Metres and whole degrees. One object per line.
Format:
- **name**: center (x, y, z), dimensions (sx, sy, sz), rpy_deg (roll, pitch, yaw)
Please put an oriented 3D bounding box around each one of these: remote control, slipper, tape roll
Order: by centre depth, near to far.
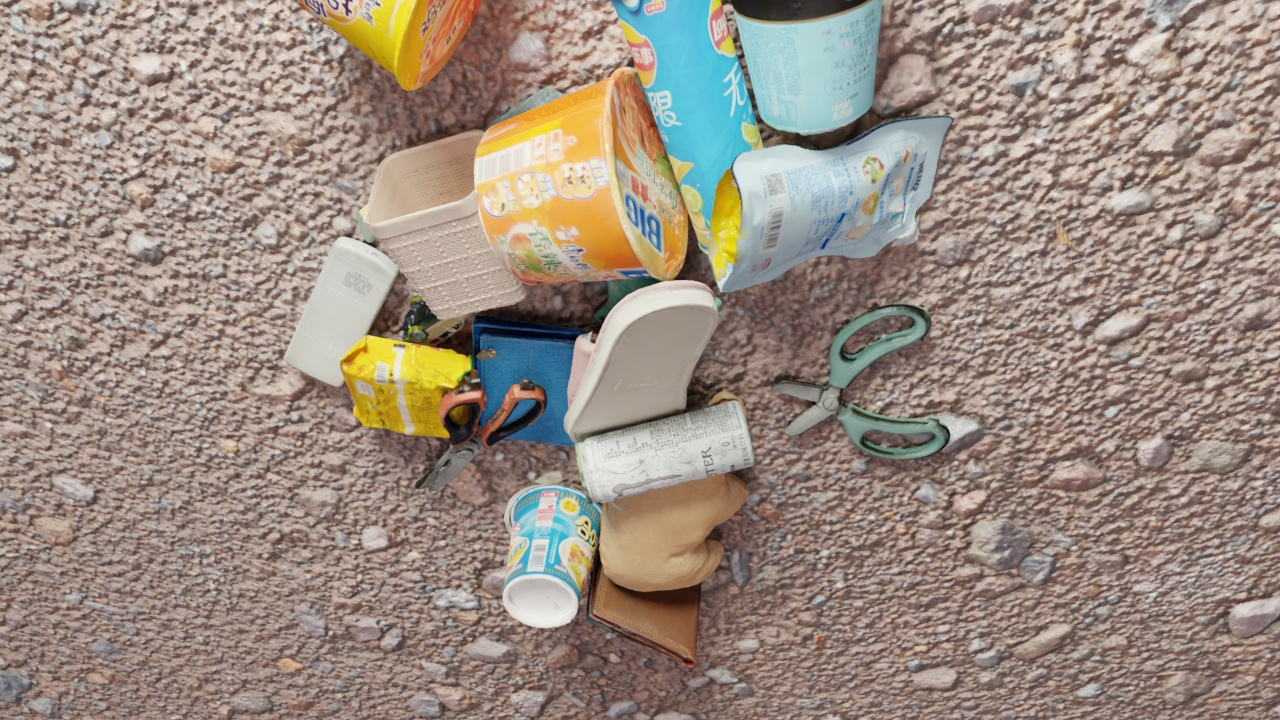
- **slipper**: center (-0.004, 0.004, 0.746), dimensions (0.114, 0.054, 0.275), rpy_deg (-9, 156, -14)
- **remote control**: center (-0.264, -0.041, 0.809), dimensions (0.058, 0.021, 0.150), rpy_deg (29, 123, -13)
- **tape roll**: center (-0.095, 0.163, 0.935), dimensions (0.086, 0.013, 0.086), rpy_deg (3, 124, 4)

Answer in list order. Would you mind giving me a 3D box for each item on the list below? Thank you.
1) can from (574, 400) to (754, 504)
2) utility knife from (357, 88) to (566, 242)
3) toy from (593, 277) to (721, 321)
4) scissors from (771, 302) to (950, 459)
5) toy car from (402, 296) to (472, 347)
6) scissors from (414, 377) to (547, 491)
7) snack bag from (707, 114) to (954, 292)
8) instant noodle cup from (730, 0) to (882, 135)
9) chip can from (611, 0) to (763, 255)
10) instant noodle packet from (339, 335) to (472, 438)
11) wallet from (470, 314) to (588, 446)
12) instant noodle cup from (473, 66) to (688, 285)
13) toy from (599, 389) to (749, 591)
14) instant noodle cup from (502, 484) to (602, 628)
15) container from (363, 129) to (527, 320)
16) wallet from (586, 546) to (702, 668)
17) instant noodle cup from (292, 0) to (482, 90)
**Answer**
- **can**: center (0.021, 0.079, 0.784), dimensions (0.147, 0.058, 0.058), rpy_deg (-14, 122, 1)
- **utility knife**: center (-0.147, -0.153, 0.722), dimensions (0.220, 0.022, 0.031), rpy_deg (-25, 123, 28)
- **toy**: center (0.007, -0.049, 0.771), dimensions (0.092, 0.030, 0.097), rpy_deg (41, 127, -15)
- **scissors**: center (0.213, 0.033, 0.811), dimensions (0.179, 0.019, 0.171), rpy_deg (35, 119, -18)
- **toy car**: center (-0.168, -0.043, 0.786), dimensions (0.091, 0.042, 0.035), rpy_deg (-31, 138, 29)
- **scissors**: center (-0.167, 0.072, 0.831), dimensions (0.207, 0.015, 0.193), rpy_deg (-18, 150, 13)
- **snack bag**: center (0.139, -0.114, 0.662), dimensions (0.190, 0.039, 0.110), rpy_deg (-17, 124, -23)
- **instant noodle cup**: center (0.109, -0.219, 0.602), dimensions (0.111, 0.111, 0.121), rpy_deg (-6, 131, 10)
- **chip can**: center (0.043, -0.176, 0.643), dimensions (0.071, 0.071, 0.210), rpy_deg (-13, 126, 15)
- **instant noodle packet**: center (-0.203, 0.025, 0.813), dimensions (0.110, 0.044, 0.129), rpy_deg (8, 150, -6)
- **wallet**: center (-0.100, 0.021, 0.822), dimensions (0.106, 0.040, 0.133), rpy_deg (7, 133, 0)
- **instant noodle cup**: center (-0.042, -0.123, 0.661), dimensions (0.112, 0.151, 0.151), rpy_deg (-9, 123, 21)
- **toy**: center (0.032, 0.130, 0.860), dimensions (0.143, 0.082, 0.226), rpy_deg (-3, 128, -27)
- **instant noodle cup**: center (-0.086, 0.190, 0.877), dimensions (0.099, 0.109, 0.099), rpy_deg (3, 123, 4)
- **container**: center (-0.141, -0.099, 0.707), dimensions (0.090, 0.090, 0.111), rpy_deg (-13, 136, 11)
- **wallet**: center (0.006, 0.244, 0.927), dimensions (0.124, 0.101, 0.032), rpy_deg (27, 124, -13)
- **instant noodle cup**: center (-0.166, -0.261, 0.587), dimensions (0.110, 0.137, 0.138), rpy_deg (28, 123, -4)
